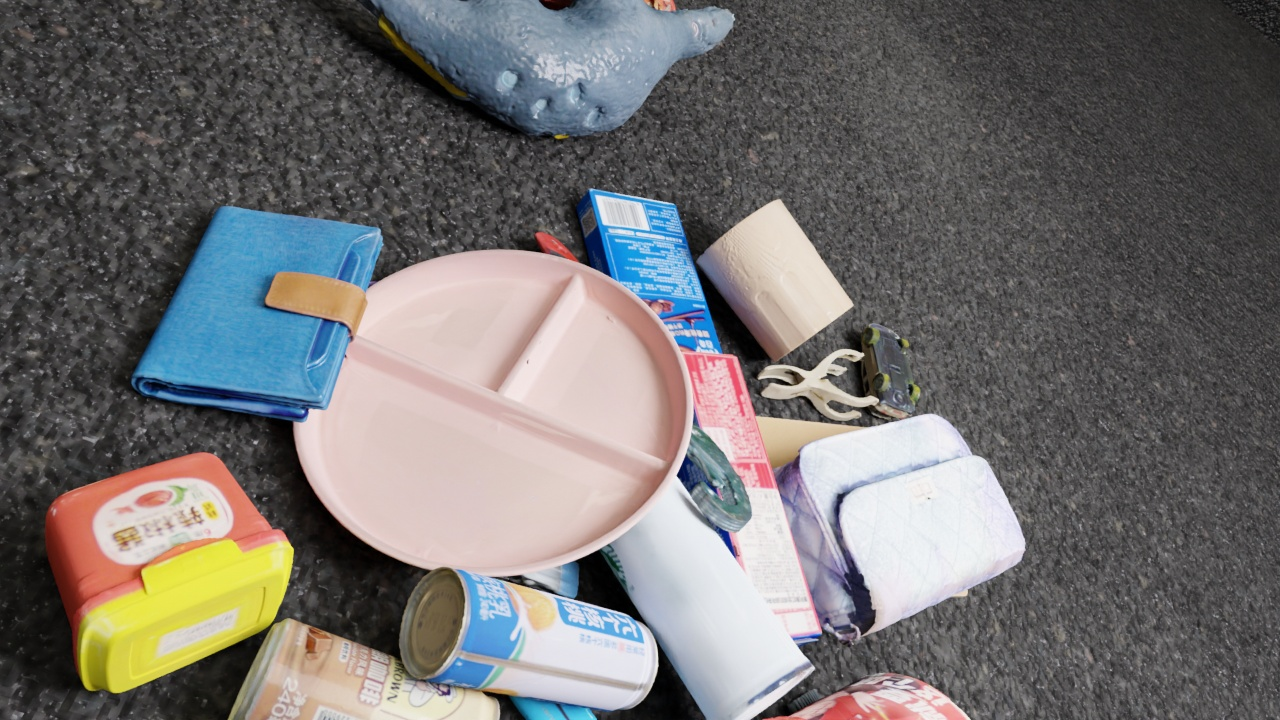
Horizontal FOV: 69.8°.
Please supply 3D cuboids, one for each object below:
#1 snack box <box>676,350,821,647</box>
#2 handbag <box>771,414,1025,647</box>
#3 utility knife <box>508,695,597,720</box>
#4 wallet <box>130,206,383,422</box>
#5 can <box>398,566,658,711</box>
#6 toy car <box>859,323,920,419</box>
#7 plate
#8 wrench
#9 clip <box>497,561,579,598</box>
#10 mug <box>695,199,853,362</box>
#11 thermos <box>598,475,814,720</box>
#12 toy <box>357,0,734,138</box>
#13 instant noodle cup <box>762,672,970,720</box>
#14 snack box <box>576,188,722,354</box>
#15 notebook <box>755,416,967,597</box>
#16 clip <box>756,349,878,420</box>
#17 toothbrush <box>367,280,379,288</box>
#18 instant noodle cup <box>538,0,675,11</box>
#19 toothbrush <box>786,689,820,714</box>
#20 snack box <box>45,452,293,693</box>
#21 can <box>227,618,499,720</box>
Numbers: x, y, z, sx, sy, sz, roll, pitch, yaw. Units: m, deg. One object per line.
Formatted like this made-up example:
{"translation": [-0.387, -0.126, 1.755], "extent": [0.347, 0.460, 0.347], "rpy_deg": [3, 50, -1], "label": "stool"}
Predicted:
{"translation": [0.057, 0.096, 0.623], "extent": [0.058, 0.057, 0.207], "rpy_deg": [5, 58, -34], "label": "snack box"}
{"translation": [0.186, 0.115, 0.673], "extent": [0.193, 0.076, 0.134], "rpy_deg": [-10, 67, -37], "label": "handbag"}
{"translation": [-0.009, 0.244, 0.507], "extent": [0.199, 0.018, 0.034], "rpy_deg": [52, 46, 5], "label": "utility knife"}
{"translation": [-0.213, -0.031, 0.525], "extent": [0.106, 0.040, 0.132], "rpy_deg": [9, 54, -3], "label": "wallet"}
{"translation": [-0.053, 0.147, 0.475], "extent": [0.134, 0.053, 0.053], "rpy_deg": [28, 46, -39], "label": "can"}
{"translation": [0.214, 0.008, 0.803], "extent": [0.042, 0.035, 0.090], "rpy_deg": [19, 51, -25], "label": "toy car"}
{"translation": [-0.084, 0.025, 0.543], "extent": [0.229, 0.028, 0.229], "rpy_deg": [3, 53, -4], "label": "plate"}
{"translation": [-0.004, 0.004, 0.614], "extent": [0.056, 0.016, 0.273], "rpy_deg": [18, 32, -51], "label": "wrench"}
{"translation": [-0.063, 0.127, 0.550], "extent": [0.057, 0.031, 0.025], "rpy_deg": [26, 51, -28], "label": "clip"}
{"translation": [0.112, -0.064, 0.754], "extent": [0.103, 0.084, 0.124], "rpy_deg": [54, 13, 4], "label": "mug"}
{"translation": [0.007, 0.109, 0.553], "extent": [0.073, 0.073, 0.224], "rpy_deg": [-14, 56, -39], "label": "thermos"}
{"translation": [-0.063, -0.250, 0.736], "extent": [0.355, 0.092, 0.138], "rpy_deg": [-8, 91, -30], "label": "toy"}
{"translation": [0.130, 0.249, 0.524], "extent": [0.108, 0.138, 0.138], "rpy_deg": [-12, 68, -47], "label": "instant noodle cup"}
{"translation": [0.007, -0.059, 0.714], "extent": [0.084, 0.026, 0.157], "rpy_deg": [3, 59, -33], "label": "snack box"}
{"translation": [0.160, 0.114, 0.715], "extent": [0.207, 0.008, 0.147], "rpy_deg": [7, 57, -30], "label": "notebook"}
{"translation": [0.150, 0.029, 0.748], "extent": [0.102, 0.035, 0.092], "rpy_deg": [-21, 72, -36], "label": "clip"}
{"translation": [-0.130, -0.051, 0.626], "extent": [0.188, 0.014, 0.016], "rpy_deg": [-6, 77, -37], "label": "toothbrush"}
{"translation": [-0.070, -0.358, 0.828], "extent": [0.188, 0.079, 0.164], "rpy_deg": [2, 60, -32], "label": "instant noodle cup"}
{"translation": [0.052, 0.228, 0.549], "extent": [0.188, 0.014, 0.017], "rpy_deg": [-1, 51, -42], "label": "toothbrush"}
{"translation": [-0.221, 0.095, 0.426], "extent": [0.091, 0.082, 0.080], "rpy_deg": [-19, 59, -42], "label": "snack box"}
{"translation": [-0.132, 0.171, 0.443], "extent": [0.116, 0.059, 0.058], "rpy_deg": [27, 49, -17], "label": "can"}
